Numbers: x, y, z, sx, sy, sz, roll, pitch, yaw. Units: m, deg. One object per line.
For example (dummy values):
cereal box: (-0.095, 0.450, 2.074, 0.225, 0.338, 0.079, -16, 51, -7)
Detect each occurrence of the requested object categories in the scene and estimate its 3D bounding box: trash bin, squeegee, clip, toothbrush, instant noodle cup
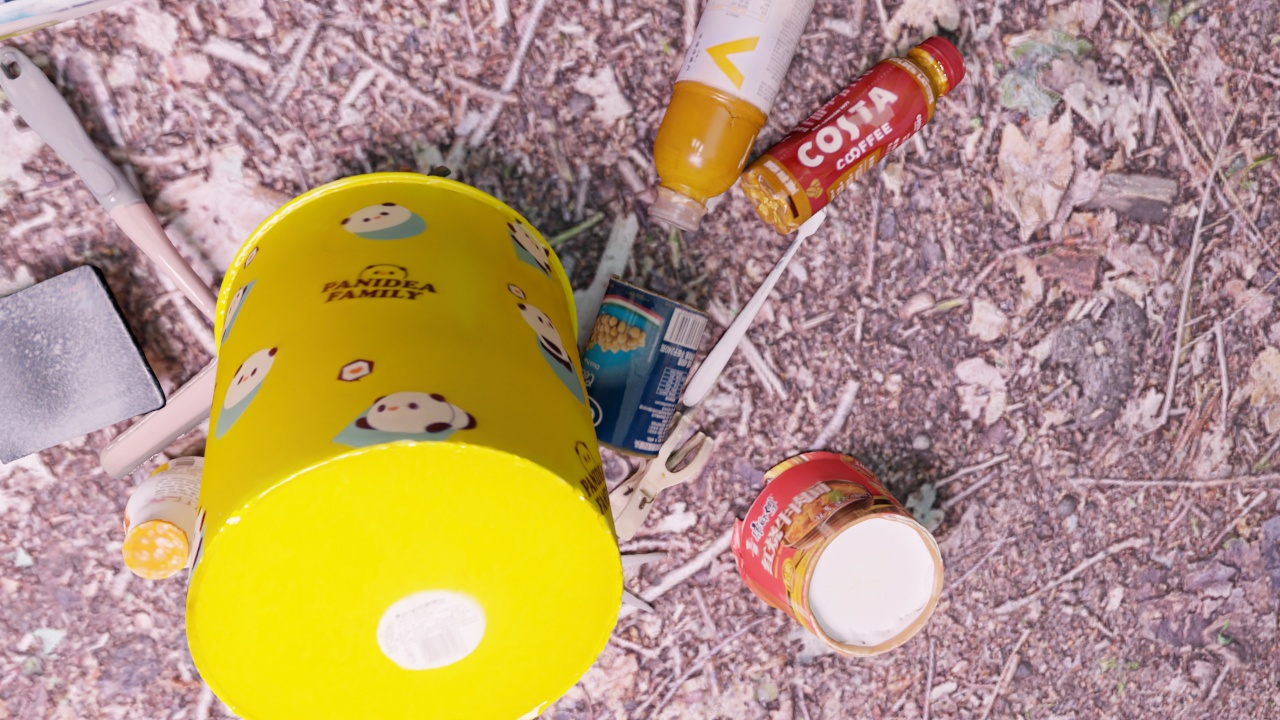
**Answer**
trash bin: (-0.124, 0.047, 0.496, 0.229, 0.255, 0.230, -7, 121, -12)
squeegee: (-0.311, -0.086, 0.570, 0.247, 0.040, 0.249, -36, 106, -5)
clip: (0.010, 0.086, 0.681, 0.034, 0.071, 0.100, 41, 83, -18)
toothbrush: (0.083, -0.041, 0.688, 0.016, 0.016, 0.180, 33, 94, -15)
instant noodle cup: (0.153, 0.149, 0.691, 0.137, 0.108, 0.138, -3, 101, -14)

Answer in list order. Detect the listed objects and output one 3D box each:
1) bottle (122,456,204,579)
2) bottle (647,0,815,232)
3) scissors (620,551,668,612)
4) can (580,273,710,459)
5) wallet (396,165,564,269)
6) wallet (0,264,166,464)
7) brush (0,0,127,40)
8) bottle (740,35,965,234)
bottle: (-0.289, 0.100, 0.573, 0.063, 0.108, 0.063, -2, 100, -13)
bottle: (0.057, -0.181, 0.625, 0.068, 0.068, 0.189, 21, 95, -17)
scissors: (-0.066, 0.150, 0.689, 0.162, 0.012, 0.164, -26, 106, -9)
can: (-0.004, 0.004, 0.642, 0.075, 0.075, 0.111, 19, 95, -16)
wallet: (-0.128, -0.058, 0.616, 0.130, 0.035, 0.119, 31, 96, -28)
wallet: (-0.366, 0.004, 0.569, 0.121, 0.019, 0.097, -19, 105, 7)
brush: (-0.291, -0.238, 0.541, 0.314, 0.060, 0.109, -22, 111, -11)
bottle: (0.154, -0.165, 0.657, 0.175, 0.057, 0.057, -39, 107, -4)
